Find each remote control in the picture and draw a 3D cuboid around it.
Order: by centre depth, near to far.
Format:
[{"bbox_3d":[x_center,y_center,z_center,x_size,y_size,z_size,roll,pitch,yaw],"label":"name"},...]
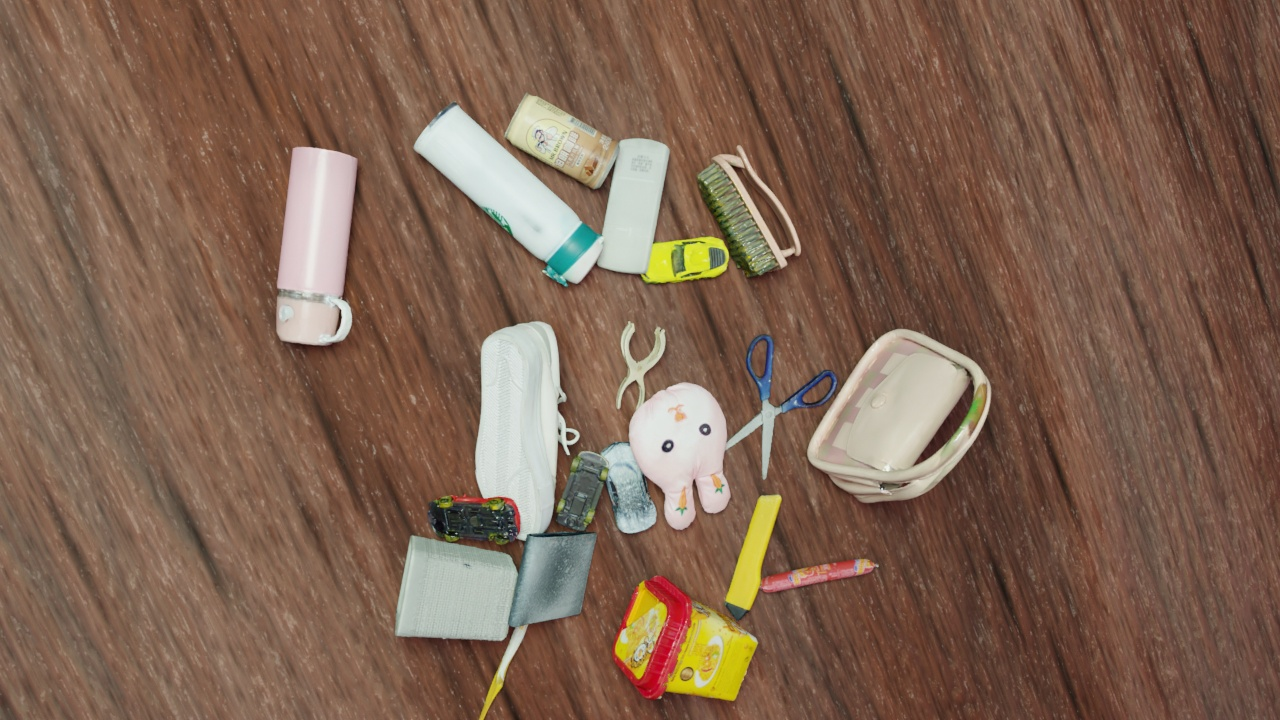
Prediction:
[{"bbox_3d":[-0.008,-0.172,1.024,0.058,0.021,0.150,11,89,16],"label":"remote control"}]

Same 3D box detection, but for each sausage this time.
[{"bbox_3d":[0.210,0.254,1.088,0.155,0.020,0.020,-8,93,-11],"label":"sausage"}]

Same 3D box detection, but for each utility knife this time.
[{"bbox_3d":[0.133,0.228,1.071,0.033,0.015,0.153,18,88,21],"label":"utility knife"}]

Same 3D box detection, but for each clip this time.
[{"bbox_3d":[-0.016,0.001,1.032,0.084,0.035,0.104,29,94,-13],"label":"clip"}]

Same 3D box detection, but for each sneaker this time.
[{"bbox_3d":[-0.121,0.073,0.996,0.090,0.090,0.242,10,111,26],"label":"sneaker"}]

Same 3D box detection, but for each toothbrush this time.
[{"bbox_3d":[-0.154,0.356,1.024,0.018,0.016,0.191,23,87,-22],"label":"toothbrush"}]

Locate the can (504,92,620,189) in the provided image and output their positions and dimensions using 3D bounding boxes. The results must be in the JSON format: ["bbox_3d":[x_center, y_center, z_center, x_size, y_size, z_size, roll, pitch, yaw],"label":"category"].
[{"bbox_3d":[-0.084,-0.238,0.997,0.116,0.058,0.058,27,86,-10],"label":"can"}]

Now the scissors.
[{"bbox_3d":[0.156,0.050,1.076,0.162,0.012,0.175,-15,96,-9],"label":"scissors"}]

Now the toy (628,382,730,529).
[{"bbox_3d":[0.051,0.107,1.034,0.121,0.054,0.159,-23,101,-25],"label":"toy"}]

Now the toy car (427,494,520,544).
[{"bbox_3d":[-0.180,0.169,0.991,0.106,0.031,0.049,-2,107,18],"label":"toy car"}]

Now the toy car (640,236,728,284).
[{"bbox_3d":[0.049,-0.114,1.040,0.105,0.032,0.048,-7,93,-9],"label":"toy car"}]

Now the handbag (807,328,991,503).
[{"bbox_3d":[0.295,0.066,0.988,0.093,0.234,0.193,35,85,-12],"label":"handbag"}]

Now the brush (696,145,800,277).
[{"bbox_3d":[0.122,-0.168,1.037,0.073,0.063,0.145,-30,95,-5],"label":"brush"}]

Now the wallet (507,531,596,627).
[{"bbox_3d":[-0.093,0.234,0.993,0.019,0.120,0.097,13,90,33],"label":"wallet"}]

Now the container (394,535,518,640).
[{"bbox_3d":[-0.195,0.245,0.977,0.114,0.090,0.090,11,90,-14],"label":"container"}]

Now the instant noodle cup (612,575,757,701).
[{"bbox_3d":[0.051,0.316,1.018,0.123,0.116,0.116,24,87,-22],"label":"instant noodle cup"}]

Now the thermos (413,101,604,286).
[{"bbox_3d":[-0.137,-0.172,0.986,0.224,0.073,0.073,42,84,-10],"label":"thermos"}]

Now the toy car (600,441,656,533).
[{"bbox_3d":[-0.014,0.143,1.036,0.049,0.031,0.105,-16,93,-12],"label":"toy car"}]

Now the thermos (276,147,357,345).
[{"bbox_3d":[-0.328,-0.115,0.945,0.087,0.067,0.198,5,89,25],"label":"thermos"}]

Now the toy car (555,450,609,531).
[{"bbox_3d":[-0.064,0.142,1.016,0.042,0.035,0.090,19,102,-3],"label":"toy car"}]
